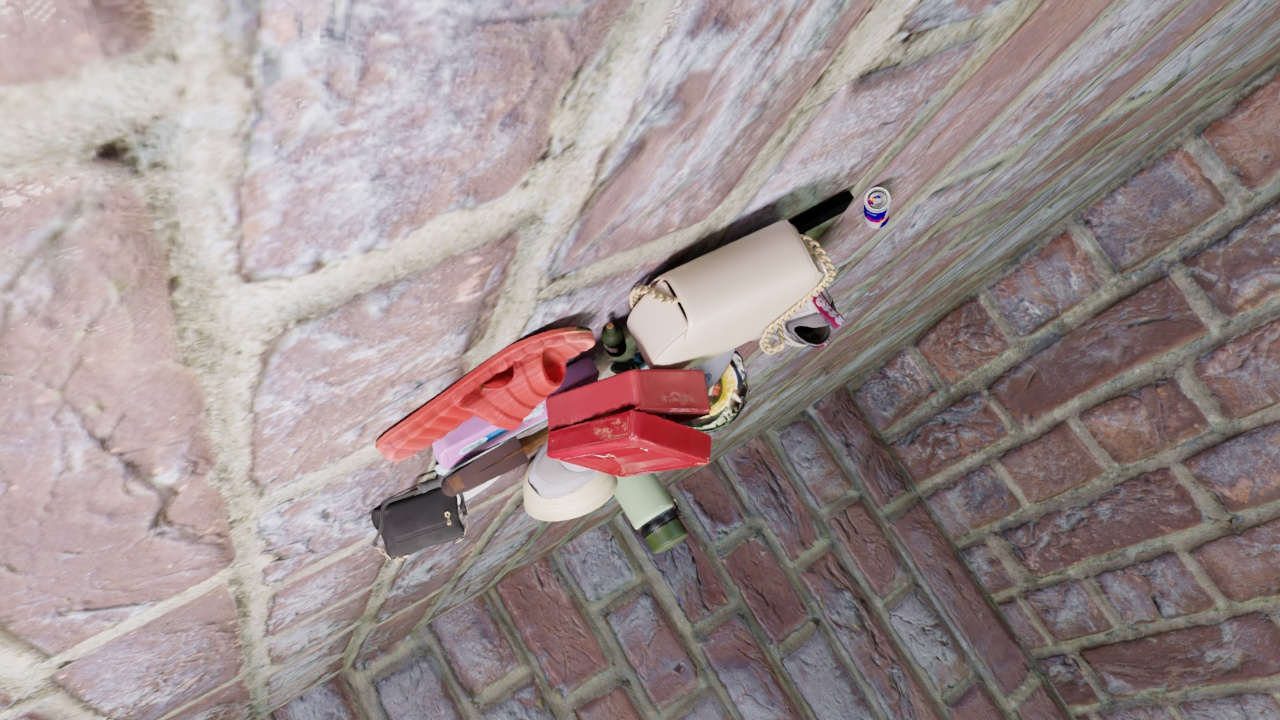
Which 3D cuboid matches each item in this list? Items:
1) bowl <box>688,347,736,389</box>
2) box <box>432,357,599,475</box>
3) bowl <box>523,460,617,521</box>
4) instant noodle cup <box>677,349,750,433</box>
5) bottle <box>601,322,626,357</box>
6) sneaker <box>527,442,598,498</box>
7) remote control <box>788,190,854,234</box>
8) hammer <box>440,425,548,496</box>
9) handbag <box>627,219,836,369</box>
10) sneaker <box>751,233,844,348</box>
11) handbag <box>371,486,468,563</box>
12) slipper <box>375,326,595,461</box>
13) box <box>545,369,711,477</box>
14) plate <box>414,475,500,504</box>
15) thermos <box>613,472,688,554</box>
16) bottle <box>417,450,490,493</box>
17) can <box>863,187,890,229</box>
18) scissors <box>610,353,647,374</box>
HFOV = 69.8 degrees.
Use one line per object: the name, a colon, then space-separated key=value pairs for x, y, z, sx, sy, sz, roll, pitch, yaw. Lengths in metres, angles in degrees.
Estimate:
bowl: x=0.081 y=-0.022 z=1.215 sx=0.114 sy=0.045 sz=0.114 roll=-35 pitch=136 yaw=-41
box: x=-0.151 y=0.073 z=1.110 sx=0.213 sy=0.035 sz=0.151 roll=-28 pitch=171 yaw=-19
bowl: x=-0.116 y=0.175 z=1.419 sx=0.151 sy=0.075 sz=0.150 roll=-12 pitch=-157 yaw=5
instant noodle cup: x=0.096 y=0.027 z=1.324 sx=0.137 sy=0.137 sz=0.112 roll=-35 pitch=177 yaw=15
bottle: x=-0.030 y=-0.026 z=1.020 sx=0.025 sy=0.025 sz=0.106 roll=-31 pitch=168 yaw=-5
sneaker: x=-0.061 y=0.100 z=1.331 sx=0.239 sy=0.089 sz=0.124 roll=-37 pitch=166 yaw=-22
remote control: x=0.180 y=-0.155 z=1.064 sx=0.150 sy=0.013 sz=0.034 roll=-28 pitch=167 yaw=-13
hammer: x=-0.112 y=0.090 z=1.169 sx=0.116 sy=0.033 sz=0.321 roll=-29 pitch=179 yaw=44
handbag: x=0.095 y=-0.056 z=1.002 sx=0.210 sy=0.103 sz=0.209 roll=-25 pitch=168 yaw=-10
sneaker: x=0.192 y=-0.061 z=1.197 sx=0.096 sy=0.128 sz=0.263 roll=-29 pitch=169 yaw=-14
handbag: x=-0.283 y=0.209 z=1.178 sx=0.128 sy=0.079 sz=0.054 roll=-17 pitch=166 yaw=-24
slipper: x=-0.149 y=0.045 z=0.927 sx=0.249 sy=0.059 sz=0.103 roll=-31 pitch=168 yaw=1
box: x=-0.015 y=0.063 z=1.026 sx=0.134 sy=0.110 sz=0.158 roll=16 pitch=158 yaw=-42
plate: x=-0.254 y=0.180 z=1.298 sx=0.188 sy=0.016 sz=0.189 roll=-31 pitch=168 yaw=-7
thermos: x=-0.005 y=0.203 z=1.499 sx=0.082 sy=0.231 sz=0.082 roll=-31 pitch=167 yaw=-8
bottle: x=-0.235 y=0.145 z=1.173 sx=0.112 sy=0.030 sz=0.030 roll=-20 pitch=163 yaw=-45
can: x=0.302 y=-0.193 z=1.171 sx=0.032 sy=0.032 sz=0.095 roll=-34 pitch=168 yaw=8
scissors: x=-0.002 y=0.003 z=1.222 sx=0.123 sy=0.019 sz=0.148 roll=-26 pitch=168 yaw=-32
